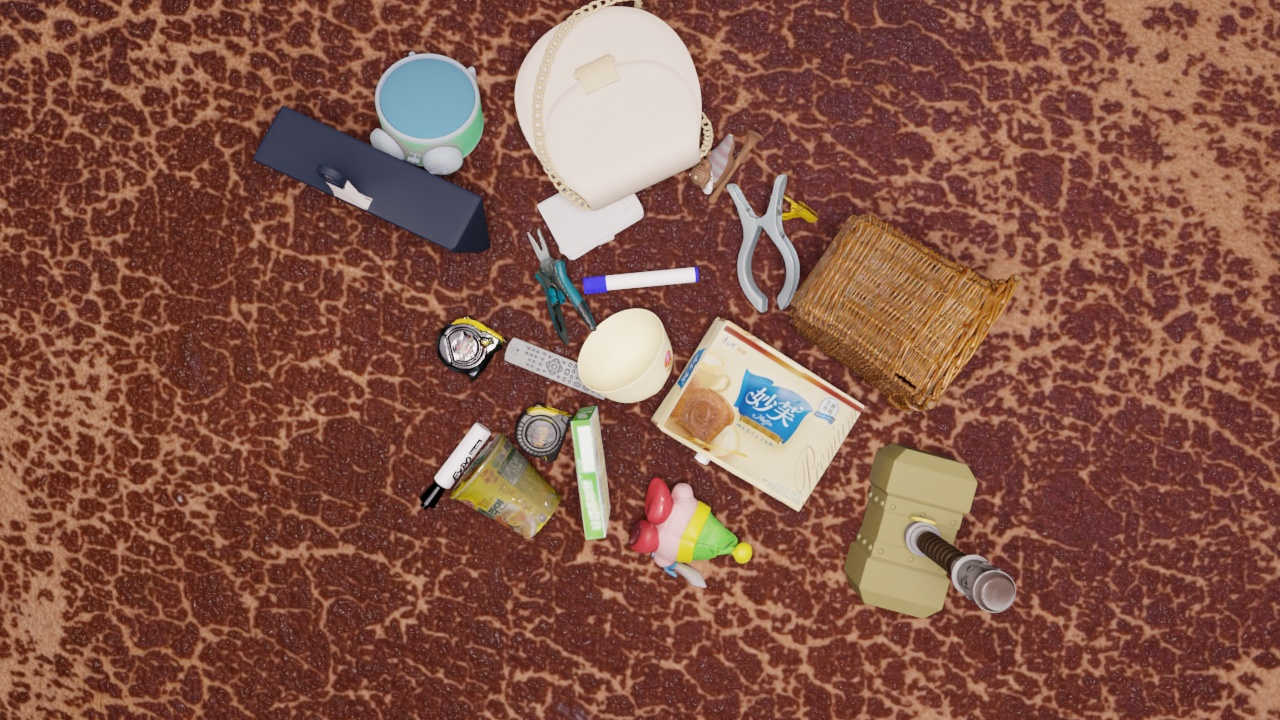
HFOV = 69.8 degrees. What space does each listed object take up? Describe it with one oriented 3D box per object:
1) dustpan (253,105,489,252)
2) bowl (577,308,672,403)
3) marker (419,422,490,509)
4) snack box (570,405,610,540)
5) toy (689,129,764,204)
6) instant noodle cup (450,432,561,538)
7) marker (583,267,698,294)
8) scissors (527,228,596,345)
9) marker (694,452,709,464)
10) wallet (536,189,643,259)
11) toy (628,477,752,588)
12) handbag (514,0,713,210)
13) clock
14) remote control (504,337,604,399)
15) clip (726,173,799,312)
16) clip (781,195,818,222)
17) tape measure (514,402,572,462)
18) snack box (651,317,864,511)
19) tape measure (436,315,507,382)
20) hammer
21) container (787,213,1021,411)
[{"bbox_3d":[-0.295,-0.182,1.003,0.236,0.273,0.080,25,77,-1],"label":"dustpan"},{"bbox_3d":[-0.007,0.006,1.108,0.118,0.118,0.074,-42,133,2],"label":"bowl"},{"bbox_3d":[-0.233,0.133,1.144,0.025,0.025,0.126,37,92,-1],"label":"marker"},{"bbox_3d":[-0.057,0.126,1.070,0.027,0.168,0.132,-7,92,0],"label":"snack box"},{"bbox_3d":[0.100,-0.243,1.120,0.054,0.041,0.102,30,101,-23],"label":"toy"},{"bbox_3d":[-0.159,0.158,1.116,0.108,0.102,0.102,40,92,-9],"label":"instant noodle cup"},{"bbox_3d":[0.001,-0.099,1.136,0.141,0.020,0.020,-5,92,1],"label":"marker"},{"bbox_3d":[-0.101,-0.085,1.128,0.122,0.019,0.149,20,115,29],"label":"scissors"},{"bbox_3d":[0.111,0.072,1.144,0.020,0.017,0.133,32,92,-37],"label":"marker"},{"bbox_3d":[-0.059,-0.183,1.130,0.116,0.032,0.086,-26,81,3],"label":"wallet"},{"bbox_3d":[0.059,0.218,1.116,0.131,0.097,0.124,17,99,-19],"label":"toy"},{"bbox_3d":[-0.035,-0.299,1.085,0.211,0.103,0.208,-24,90,3],"label":"handbag"},{"bbox_3d":[-0.255,-0.279,1.091,0.122,0.075,0.161,14,72,-1],"label":"clock"},{"bbox_3d":[-0.103,0.010,1.143,0.136,0.013,0.033,22,92,0],"label":"remote control"},{"bbox_3d":[0.165,-0.142,1.105,0.108,0.027,0.163,-8,99,28],"label":"clip"},{"bbox_3d":[0.189,-0.180,1.125,0.046,0.053,0.035,24,97,30],"label":"clip"},{"bbox_3d":[-0.124,0.088,1.136,0.062,0.038,0.067,19,95,-9],"label":"tape measure"},{"bbox_3d":[0.142,0.065,1.108,0.207,0.055,0.153,31,92,-11],"label":"snack box"},{"bbox_3d":[-0.213,-0.018,1.130,0.072,0.042,0.071,37,94,-5],"label":"tape measure"},{"bbox_3d":[0.324,0.208,0.992,0.100,0.325,0.190,15,92,0],"label":"hammer"},{"bbox_3d":[0.276,-0.056,1.033,0.183,0.250,0.162,34,92,7],"label":"container"}]
